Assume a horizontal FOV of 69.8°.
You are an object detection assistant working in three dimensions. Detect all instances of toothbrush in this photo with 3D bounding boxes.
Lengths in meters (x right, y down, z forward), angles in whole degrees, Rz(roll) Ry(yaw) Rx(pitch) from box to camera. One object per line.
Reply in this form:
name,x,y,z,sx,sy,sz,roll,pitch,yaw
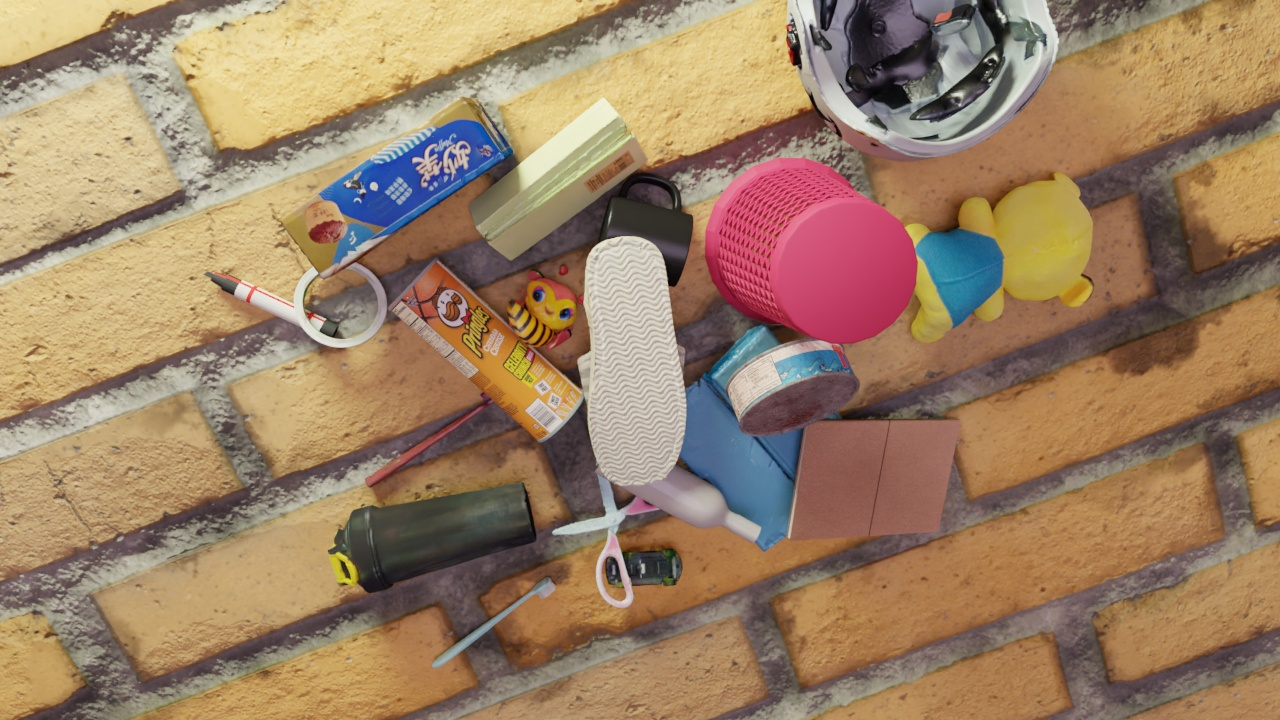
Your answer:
toothbrush,-0.177,0.316,1.097,0.181,0.016,0.016,-36,113,5
toothbrush,-0.233,0.085,1.032,0.190,0.016,0.016,-34,100,5

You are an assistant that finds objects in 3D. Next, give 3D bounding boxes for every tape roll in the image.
tape roll,-0.318,-0.060,0.975,0.093,0.018,0.094,0,91,-12

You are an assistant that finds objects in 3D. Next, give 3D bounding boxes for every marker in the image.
marker,-0.395,-0.061,0.980,0.145,0.019,0.019,26,101,-10

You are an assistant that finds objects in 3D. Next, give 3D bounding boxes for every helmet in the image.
helmet,0.250,-0.324,0.888,0.236,0.163,0.264,-31,98,0

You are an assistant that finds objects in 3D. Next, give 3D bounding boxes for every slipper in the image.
slipper,-0.010,0.002,0.959,0.114,0.054,0.273,-2,111,1

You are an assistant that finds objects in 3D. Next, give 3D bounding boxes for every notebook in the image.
notebook,0.270,0.135,1.054,0.209,0.008,0.141,1,104,-23

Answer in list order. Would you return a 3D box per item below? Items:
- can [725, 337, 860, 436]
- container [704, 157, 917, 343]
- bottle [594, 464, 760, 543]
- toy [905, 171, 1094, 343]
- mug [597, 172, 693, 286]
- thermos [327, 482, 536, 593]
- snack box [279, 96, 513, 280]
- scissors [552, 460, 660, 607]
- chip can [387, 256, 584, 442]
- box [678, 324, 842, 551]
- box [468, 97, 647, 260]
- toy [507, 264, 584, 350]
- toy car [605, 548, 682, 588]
can,0.156,0.029,0.943,0.130,0.130,0.044,-19,64,1
container,0.171,-0.102,0.906,0.183,0.225,0.183,-1,104,-4
bottle,0.046,0.151,1.036,0.195,0.052,0.052,29,101,-2
toy,0.393,-0.110,0.996,0.214,0.084,0.149,-17,107,3
mug,0.006,-0.142,0.967,0.088,0.078,0.113,13,76,-8
thermos,-0.231,0.194,1.023,0.220,0.098,0.098,-12,105,-5
snack box,-0.229,-0.172,0.894,0.203,0.155,0.069,-33,105,5
scissors,-0.015,0.194,1.056,0.170,0.013,0.172,-12,87,-10
chip can,-0.162,-0.010,0.982,0.215,0.075,0.075,43,97,-13
box,0.144,0.097,1.042,0.177,0.047,0.231,-41,106,3
box,-0.088,-0.186,0.945,0.188,0.077,0.090,-34,105,6
toy,-0.103,-0.053,0.979,0.046,0.103,0.084,-9,115,41
toy car,0.004,0.244,1.078,0.091,0.036,0.042,-3,85,-1
